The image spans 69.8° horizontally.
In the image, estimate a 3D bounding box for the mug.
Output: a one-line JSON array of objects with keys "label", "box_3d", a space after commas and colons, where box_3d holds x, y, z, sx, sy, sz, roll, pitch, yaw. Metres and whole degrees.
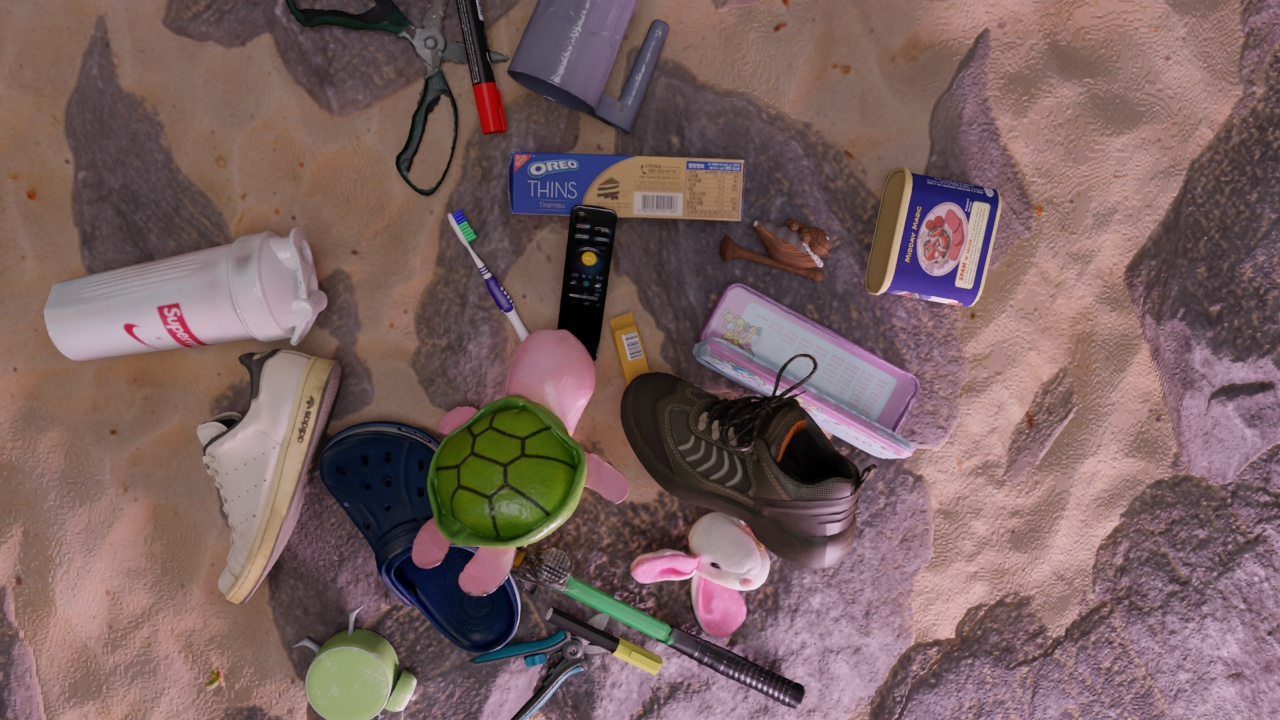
[{"label": "mug", "box_3d": [-0.041, -0.273, 0.800, 0.123, 0.084, 0.104, 21, 94, -29]}]

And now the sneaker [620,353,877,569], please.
[{"label": "sneaker", "box_3d": [0.086, 0.060, 0.760, 0.238, 0.100, 0.143, 33, 134, 20]}]

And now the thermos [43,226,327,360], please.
[{"label": "thermos", "box_3d": [-0.392, -0.051, 0.803, 0.220, 0.099, 0.099, -10, 98, 3]}]

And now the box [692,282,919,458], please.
[{"label": "box", "box_3d": [0.157, 0.013, 0.834, 0.214, 0.092, 0.089, 28, 95, -6]}]

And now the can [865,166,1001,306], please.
[{"label": "can", "box_3d": [0.268, -0.111, 0.842, 0.092, 0.056, 0.116, 10, 97, -5]}]

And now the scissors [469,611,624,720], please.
[{"label": "scissors", "box_3d": [-0.093, 0.300, 0.890, 0.155, 0.019, 0.124, 7, 91, -11]}]

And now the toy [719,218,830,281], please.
[{"label": "toy", "box_3d": [0.130, -0.105, 0.844, 0.101, 0.041, 0.055, 15, 118, -13]}]

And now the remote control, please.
[{"label": "remote control", "box_3d": [-0.050, -0.067, 0.822, 0.041, 0.020, 0.152, 8, 121, -4]}]

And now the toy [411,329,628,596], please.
[{"label": "toy", "box_3d": [-0.106, 0.083, 0.786, 0.190, 0.088, 0.237, 20, 65, 23]}]

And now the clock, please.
[{"label": "clock", "box_3d": [-0.271, 0.308, 0.876, 0.094, 0.042, 0.119, -32, 98, 2]}]

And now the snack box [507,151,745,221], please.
[{"label": "snack box", "box_3d": [-0.013, -0.157, 0.821, 0.206, 0.056, 0.057, 2, 100, -3]}]

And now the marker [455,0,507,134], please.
[{"label": "marker", "box_3d": [-0.143, -0.274, 0.809, 0.023, 0.021, 0.145, -17, 102, -40]}]

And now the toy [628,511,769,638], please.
[{"label": "toy", "box_3d": [0.097, 0.165, 0.854, 0.194, 0.084, 0.159, -42, 126, 0]}]

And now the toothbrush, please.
[{"label": "toothbrush", "box_3d": [-0.126, -0.055, 0.850, 0.016, 0.015, 0.186, -30, 98, -3]}]

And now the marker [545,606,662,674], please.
[{"label": "marker", "box_3d": [-0.034, 0.270, 0.884, 0.124, 0.021, 0.017, 30, 79, -14]}]

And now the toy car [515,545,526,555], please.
[{"label": "toy car", "box_3d": [-0.134, 0.127, 0.864, 0.039, 0.039, 0.113, -7, 99, 19]}]

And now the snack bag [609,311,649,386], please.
[{"label": "snack bag", "box_3d": [-0.005, 0.005, 0.861, 0.026, 0.020, 0.099, -18, 98, -9]}]

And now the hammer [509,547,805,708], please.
[{"label": "hammer", "box_3d": [0.021, 0.254, 0.860, 0.318, 0.130, 0.032, 30, 67, -16]}]

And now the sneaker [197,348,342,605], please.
[{"label": "sneaker", "box_3d": [-0.349, 0.100, 0.816, 0.102, 0.089, 0.241, 20, 97, -11]}]

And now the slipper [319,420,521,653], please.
[{"label": "slipper", "box_3d": [-0.193, 0.164, 0.838, 0.105, 0.095, 0.253, -33, 101, 4]}]

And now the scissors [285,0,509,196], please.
[{"label": "scissors", "box_3d": [-0.223, -0.255, 0.817, 0.201, 0.015, 0.202, 10, 96, -6]}]
